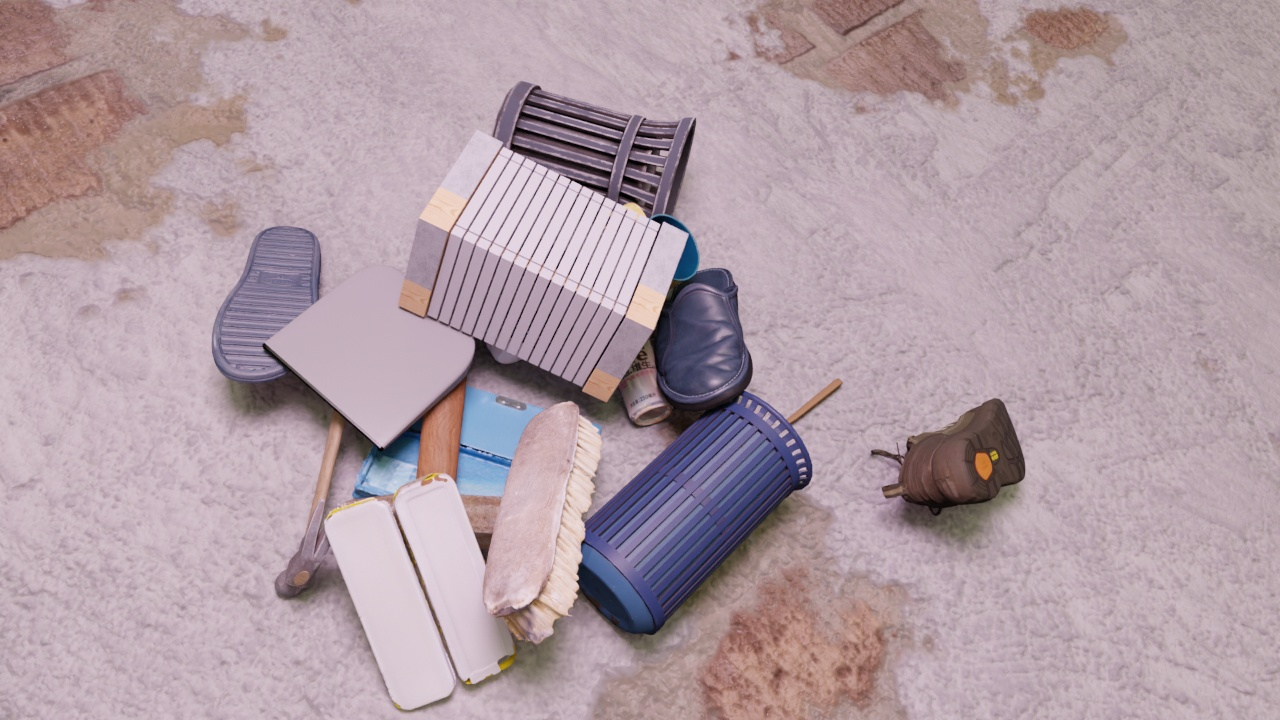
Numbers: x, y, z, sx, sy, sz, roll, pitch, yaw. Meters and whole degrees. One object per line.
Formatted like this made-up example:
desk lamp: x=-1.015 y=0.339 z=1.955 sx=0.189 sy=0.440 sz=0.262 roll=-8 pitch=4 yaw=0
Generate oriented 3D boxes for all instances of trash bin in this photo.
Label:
trash bin: x=0.046 y=0.158 z=0.950 sx=0.139 sy=0.139 sz=0.248 roll=43 pitch=64 yaw=14
trash bin: x=-0.102 y=-0.096 z=0.971 sx=0.247 sy=0.143 sz=0.142 roll=25 pitch=52 yaw=-6
trash bin: x=-0.062 y=-0.254 z=1.154 sx=0.227 sy=0.165 sz=0.163 roll=17 pitch=59 yaw=3

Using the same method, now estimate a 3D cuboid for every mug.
mug: x=-0.002 y=-0.128 z=1.092 sx=0.083 sy=0.108 sz=0.113 roll=-35 pitch=96 yaw=-39

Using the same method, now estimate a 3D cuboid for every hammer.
hammer: x=-0.220 y=0.058 z=0.986 sx=0.158 sy=0.037 sz=0.300 roll=5 pitch=50 yaw=-10
hammer: x=-0.316 y=0.075 z=0.960 sx=0.030 sy=0.120 sz=0.330 roll=22 pitch=49 yaw=-24

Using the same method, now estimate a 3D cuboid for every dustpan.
dustpan: x=-0.247 y=-0.039 z=0.990 sx=0.163 sy=0.033 sz=0.256 roll=40 pitch=61 yaw=5

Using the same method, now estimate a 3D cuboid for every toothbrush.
toothbrush: x=0.185 y=0.069 z=1.094 sx=0.166 sy=0.016 sz=0.016 roll=-35 pitch=71 yaw=-25

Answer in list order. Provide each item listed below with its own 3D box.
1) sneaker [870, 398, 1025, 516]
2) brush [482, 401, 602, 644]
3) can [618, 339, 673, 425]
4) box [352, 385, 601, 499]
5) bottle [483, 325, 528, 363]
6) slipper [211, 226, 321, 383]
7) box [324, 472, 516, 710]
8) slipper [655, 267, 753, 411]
sneaker: x=0.351 y=0.122 z=1.058 sx=0.237 sy=0.143 sz=0.101 roll=-17 pitch=84 yaw=-54
brush: x=-0.093 y=0.144 z=0.892 sx=0.083 sy=0.056 sz=0.270 roll=-25 pitch=32 yaw=22
can: x=-0.006 y=0.006 z=1.073 sx=0.054 sy=0.054 sz=0.135 roll=-13 pitch=64 yaw=-17
box: x=-0.170 y=0.108 z=1.000 sx=0.231 sy=0.034 sz=0.174 roll=18 pitch=52 yaw=0
bottle: x=-0.174 y=-0.066 z=1.086 sx=0.051 sy=0.051 sz=0.146 roll=-18 pitch=65 yaw=-19
slipper: x=-0.406 y=-0.050 z=1.027 sx=0.101 sy=0.083 sz=0.263 roll=4 pitch=41 yaw=-13
box: x=-0.205 y=0.218 z=0.868 sx=0.129 sy=0.034 sz=0.209 roll=-20 pitch=101 yaw=-12
slipper: x=0.062 y=-0.049 z=1.044 sx=0.109 sy=0.083 sz=0.264 roll=-15 pitch=35 yaw=15
